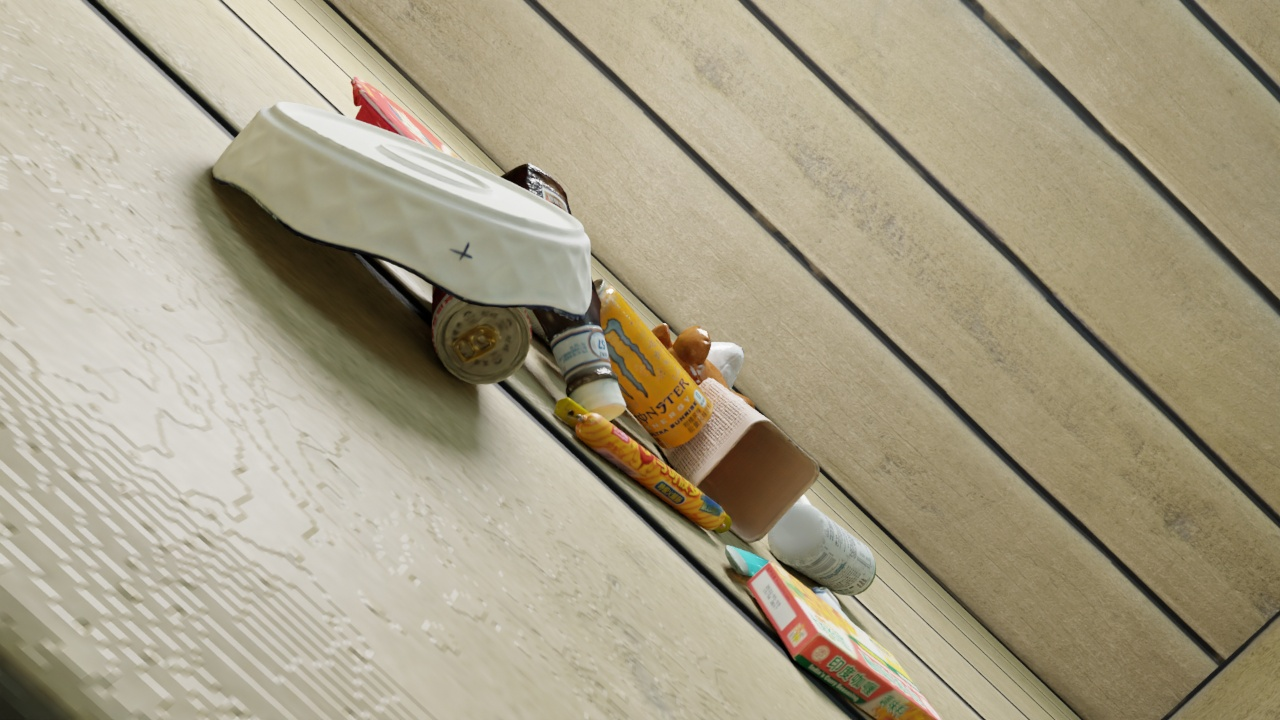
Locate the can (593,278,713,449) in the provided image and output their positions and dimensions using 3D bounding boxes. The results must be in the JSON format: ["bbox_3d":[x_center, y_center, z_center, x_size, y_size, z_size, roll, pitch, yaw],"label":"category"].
[{"bbox_3d":[-0.004,0.004,0.756,0.146,0.058,0.058,49,4,-17],"label":"can"}]

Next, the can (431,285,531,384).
[{"bbox_3d":[-0.095,-0.030,0.539,0.053,0.053,0.132,42,5,-21],"label":"can"}]

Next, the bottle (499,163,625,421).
[{"bbox_3d":[-0.057,-0.047,0.669,0.080,0.044,0.194,27,40,-63],"label":"bottle"}]

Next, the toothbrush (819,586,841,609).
[{"bbox_3d":[0.200,0.251,0.754,0.016,0.016,0.180,47,1,-40],"label":"toothbrush"}]

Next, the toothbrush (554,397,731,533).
[{"bbox_3d":[0.006,0.078,0.658,0.190,0.016,0.016,40,2,-35],"label":"toothbrush"}]

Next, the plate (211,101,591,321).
[{"bbox_3d":[-0.116,-0.085,0.494,0.205,0.045,0.204,22,12,-5],"label":"plate"}]

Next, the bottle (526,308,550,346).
[{"bbox_3d":[-0.029,-0.012,0.823,0.189,0.068,0.068,42,6,-22],"label":"bottle"}]

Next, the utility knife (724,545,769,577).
[{"bbox_3d":[0.086,0.154,0.682,0.029,0.013,0.151,49,5,26],"label":"utility knife"}]

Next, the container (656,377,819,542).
[{"bbox_3d":[0.077,0.081,0.796,0.090,0.090,0.111,40,3,-29],"label":"container"}]

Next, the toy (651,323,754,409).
[{"bbox_3d":[0.061,0.019,1.016,0.140,0.130,0.199,60,-4,0],"label":"toy"}]

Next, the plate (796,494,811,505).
[{"bbox_3d":[0.155,0.143,1.062,0.162,0.034,0.265,51,4,-1],"label":"plate"}]

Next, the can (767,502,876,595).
[{"bbox_3d":[0.176,0.183,0.878,0.146,0.058,0.058,38,8,-49],"label":"can"}]

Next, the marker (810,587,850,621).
[{"bbox_3d":[0.179,0.233,0.727,0.130,0.018,0.022,48,-2,34],"label":"marker"}]

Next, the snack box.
[{"bbox_3d":[0.141,0.202,0.625,0.155,0.027,0.077,41,7,-28],"label":"snack box"}]

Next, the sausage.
[{"bbox_3d":[0.010,0.080,0.636,0.165,0.021,0.021,40,6,-35],"label":"sausage"}]

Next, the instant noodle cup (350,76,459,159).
[{"bbox_3d":[-0.176,-0.141,0.752,0.194,0.066,0.193,42,6,-6],"label":"instant noodle cup"}]

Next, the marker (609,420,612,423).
[{"bbox_3d":[-0.033,0.033,0.738,0.018,0.015,0.123,43,7,-16],"label":"marker"}]
